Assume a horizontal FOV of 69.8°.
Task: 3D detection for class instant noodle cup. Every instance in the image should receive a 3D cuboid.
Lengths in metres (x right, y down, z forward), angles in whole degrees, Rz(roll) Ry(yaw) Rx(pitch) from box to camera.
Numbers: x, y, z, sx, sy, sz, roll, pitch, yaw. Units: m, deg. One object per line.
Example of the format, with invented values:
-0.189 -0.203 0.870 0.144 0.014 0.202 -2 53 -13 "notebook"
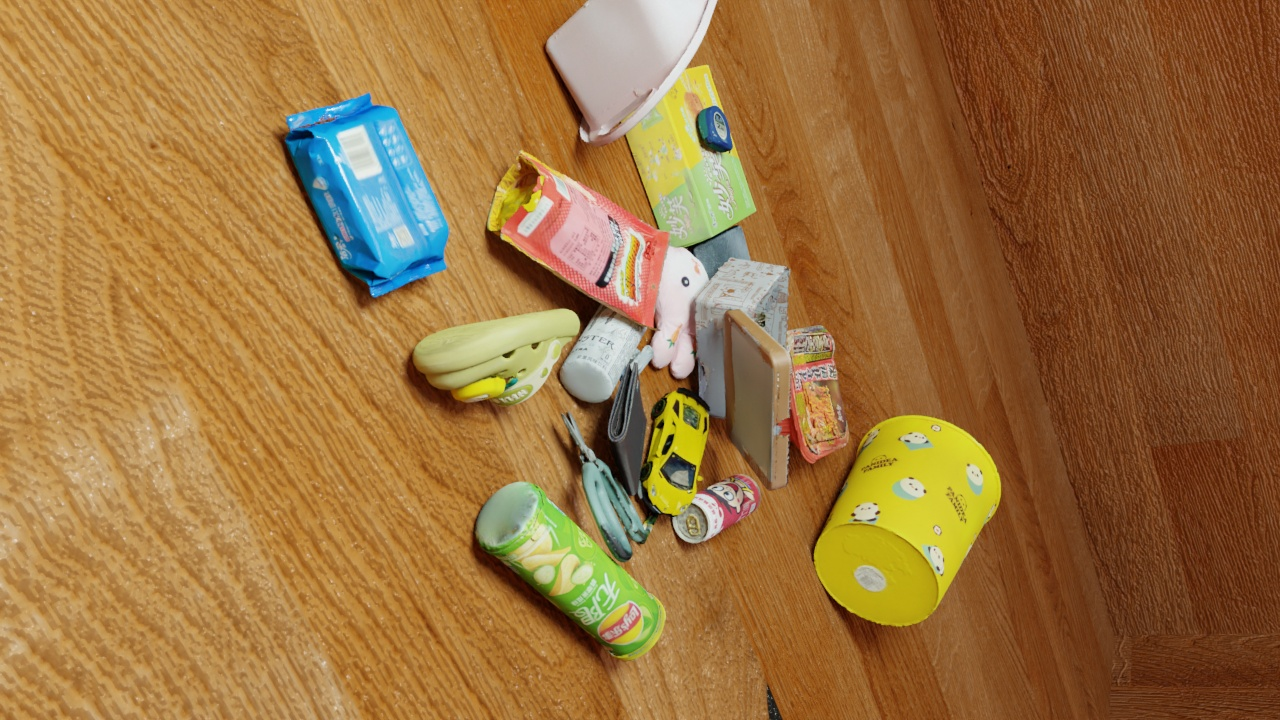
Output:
0.232 0.049 1.320 0.164 0.079 0.188 -9 86 -56 "instant noodle cup"

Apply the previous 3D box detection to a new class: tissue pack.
-0.219 -0.133 0.745 0.094 0.052 0.157 -40 112 -51 "tissue pack"

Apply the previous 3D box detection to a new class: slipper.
-0.116 0.000 0.822 0.190 0.092 0.081 -23 101 -59 "slipper"

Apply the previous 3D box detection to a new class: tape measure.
0.091 -0.289 1.145 0.058 0.025 0.054 5 73 -59 "tape measure"

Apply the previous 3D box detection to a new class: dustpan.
0.016 -0.356 1.025 0.272 0.223 0.139 -42 102 -39 "dustpan"

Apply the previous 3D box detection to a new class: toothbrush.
0.034 0.140 1.057 0.012 0.017 0.185 30 44 2 "toothbrush"

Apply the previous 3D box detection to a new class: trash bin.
0.393 0.244 1.377 0.254 0.230 0.230 -42 115 -47 "trash bin"

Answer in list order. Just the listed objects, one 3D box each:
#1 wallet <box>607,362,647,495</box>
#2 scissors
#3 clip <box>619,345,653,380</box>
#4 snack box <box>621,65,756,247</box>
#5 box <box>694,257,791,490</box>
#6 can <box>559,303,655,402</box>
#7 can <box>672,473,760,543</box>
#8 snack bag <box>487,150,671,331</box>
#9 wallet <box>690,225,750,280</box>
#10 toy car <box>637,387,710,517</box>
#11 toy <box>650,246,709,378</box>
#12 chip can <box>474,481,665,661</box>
-0.010 0.073 0.969 0.122 0.020 0.096 79 20 -55 "wallet"
-0.036 0.132 0.900 0.172 0.019 0.179 61 7 -22 "scissors"
-0.005 0.006 1.042 0.025 0.030 0.056 57 45 -25 "clip"
0.061 -0.263 1.181 0.157 0.070 0.210 -37 110 -54 "snack box"
0.125 0.007 1.084 0.273 0.124 0.179 -85 172 -59 "box"
-0.032 -0.022 0.975 0.058 0.058 0.146 57 39 -27 "can"
0.092 0.176 1.096 0.132 0.053 0.053 -13 90 -56 "can"
-0.051 -0.121 0.935 0.207 0.073 0.128 28 55 -36 "snack bag"
0.112 -0.108 1.210 0.097 0.019 0.121 -30 114 -37 "wallet"
0.042 0.105 1.042 0.071 0.041 0.155 34 51 -24 "toy car"
0.047 -0.060 1.113 0.121 0.054 0.159 24 68 -54 "toy"
-0.062 0.197 0.849 0.221 0.073 0.072 50 43 -34 "chip can"
